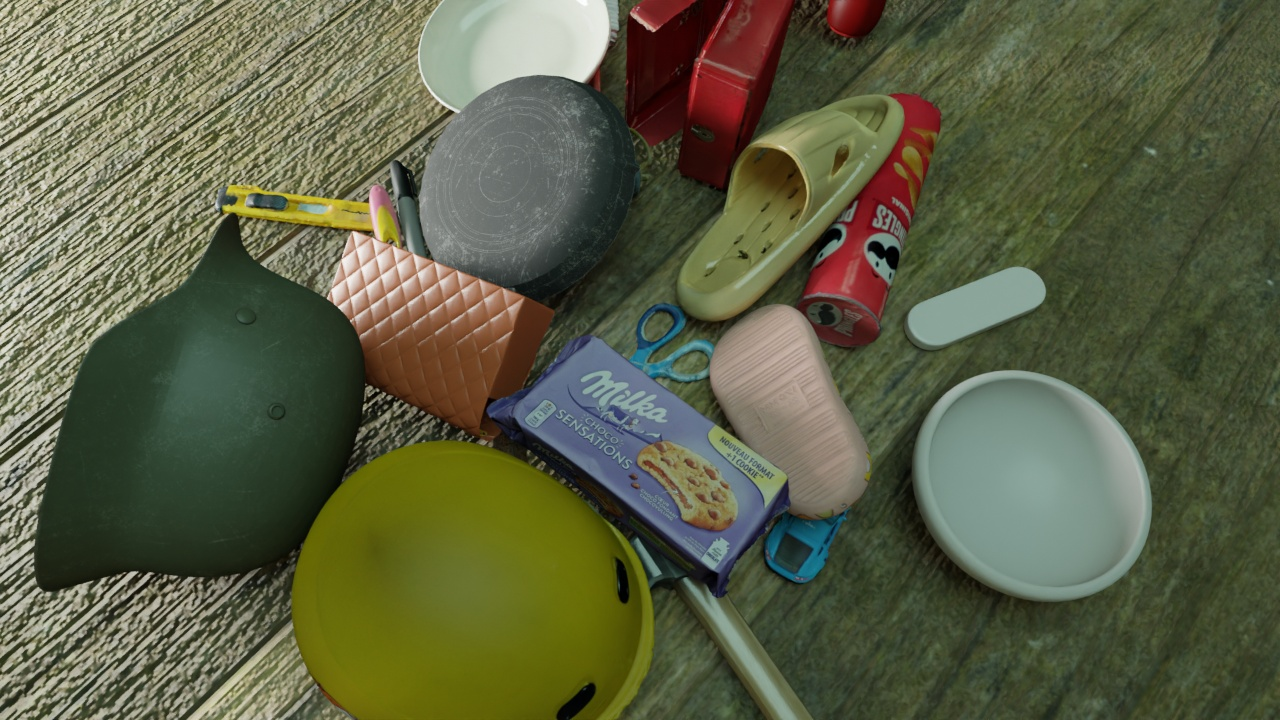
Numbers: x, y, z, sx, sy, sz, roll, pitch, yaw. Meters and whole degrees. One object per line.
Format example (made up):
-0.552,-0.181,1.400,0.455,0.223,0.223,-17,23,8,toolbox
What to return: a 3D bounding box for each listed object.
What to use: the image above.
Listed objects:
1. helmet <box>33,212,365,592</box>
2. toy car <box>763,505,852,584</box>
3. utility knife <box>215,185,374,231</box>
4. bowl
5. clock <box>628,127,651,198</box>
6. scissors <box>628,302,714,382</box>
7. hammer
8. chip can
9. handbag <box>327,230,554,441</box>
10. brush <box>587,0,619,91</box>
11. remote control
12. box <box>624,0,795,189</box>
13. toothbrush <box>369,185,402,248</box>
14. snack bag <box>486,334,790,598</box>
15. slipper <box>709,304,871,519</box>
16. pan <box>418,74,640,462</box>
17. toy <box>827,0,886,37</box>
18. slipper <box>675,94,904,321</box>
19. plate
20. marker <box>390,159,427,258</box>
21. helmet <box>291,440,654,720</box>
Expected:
-0.274,0.038,0.631,0.153,0.227,0.267,16,77,-16,helmet
0.132,0.119,0.705,0.048,0.032,0.105,30,66,10,toy car
-0.292,-0.133,0.798,0.155,0.017,0.030,7,75,-4,utility knife
0.289,0.099,0.705,0.176,0.066,0.176,1,66,-3,bowl
-0.051,-0.169,0.812,0.129,0.052,0.090,-26,70,-19,clock
-0.008,0.004,0.759,0.140,0.015,0.083,-30,73,-14,scissors
0.096,0.238,0.638,0.117,0.051,0.322,-31,72,-16,hammer
0.202,-0.127,0.798,0.073,0.073,0.232,21,66,5,chip can
-0.162,-0.018,0.703,0.172,0.060,0.109,22,89,25,handbag
-0.037,-0.309,0.884,0.030,0.041,0.172,6,67,-18,brush
0.292,-0.046,0.800,0.136,0.013,0.043,-21,69,-13,remote control
0.072,-0.249,0.797,0.122,0.157,0.136,37,71,15,box
-0.210,-0.090,0.778,0.021,0.016,0.135,-13,71,-17,toothbrush
-0.001,0.069,0.647,0.205,0.058,0.096,36,61,14,snack bag
0.120,0.046,0.714,0.093,0.081,0.197,-30,47,14,slipper
-0.103,-0.072,0.736,0.208,0.040,0.356,-6,74,24,pan
0.163,-0.422,0.902,0.197,0.121,0.158,21,68,-5,toy
0.112,-0.148,0.773,0.261,0.079,0.111,-51,37,-11,slipper
-0.115,-0.290,0.855,0.182,0.034,0.182,-4,67,8,plate
-0.197,-0.118,0.798,0.022,0.016,0.138,-5,65,-32,marker
-0.118,0.145,0.589,0.240,0.140,0.208,11,64,22,helmet
